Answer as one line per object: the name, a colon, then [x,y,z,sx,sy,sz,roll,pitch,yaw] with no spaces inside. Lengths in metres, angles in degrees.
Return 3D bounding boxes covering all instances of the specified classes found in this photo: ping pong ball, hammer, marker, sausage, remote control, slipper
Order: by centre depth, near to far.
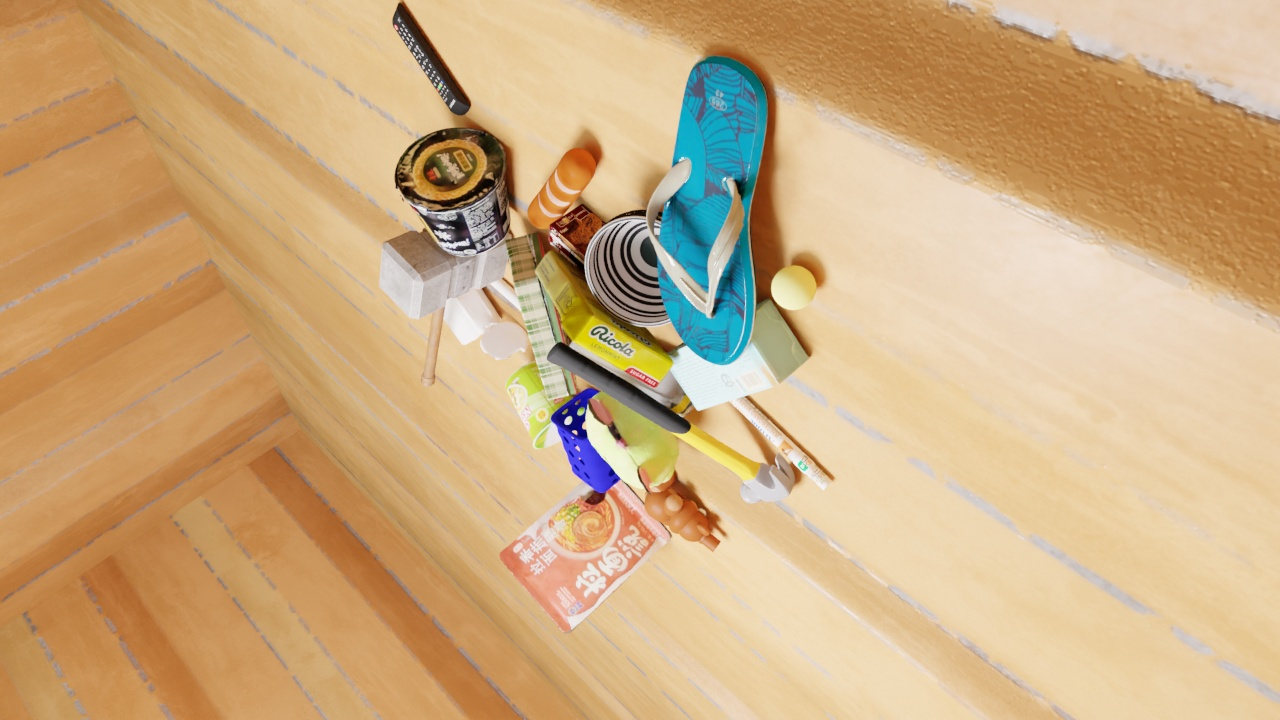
slipper: [0.052,-0.119,0.818,0.118,0.060,0.295,32,134,34]
ping pong ball: [0.138,-0.066,0.828,0.040,0.040,0.040,38,150,26]
marker: [0.154,0.087,1.017,0.145,0.017,0.017,44,153,16]
sausage: [-0.089,-0.192,1.029,0.039,0.044,0.165,49,154,-4]
hammer: [0.038,0.071,1.034,0.323,0.029,0.127,32,157,-14]
remote control: [-0.257,-0.364,1.116,0.147,0.015,0.033,56,153,-7]
hammer: [-0.291,-0.061,1.315,0.083,0.162,0.319,43,141,18]
marker: [-0.171,-0.082,1.328,0.133,0.017,0.020,41,-172,22]

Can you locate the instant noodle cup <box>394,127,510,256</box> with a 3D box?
instant noodle cup: [-0.224,-0.202,1.146,0.137,0.137,0.112,39,159,26]

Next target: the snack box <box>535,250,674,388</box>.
snack box: [-0.048,-0.049,1.025,0.121,0.045,0.181,30,-166,-35]

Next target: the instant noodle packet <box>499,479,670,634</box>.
instant noodle packet: [-0.089,0.293,1.429,0.164,0.220,0.084,48,155,8]

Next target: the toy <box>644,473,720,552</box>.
toy: [0.062,0.215,1.289,0.128,0.065,0.095,37,159,12]

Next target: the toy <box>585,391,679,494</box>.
toy: [-0.006,0.093,1.147,0.150,0.107,0.197,56,172,-3]

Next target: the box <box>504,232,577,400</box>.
box: [-0.127,-0.055,1.202,0.117,0.051,0.206,-111,7,-50]

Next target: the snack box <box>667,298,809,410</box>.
snack box: [0.095,-0.002,0.961,0.075,0.053,0.175,55,152,-4]

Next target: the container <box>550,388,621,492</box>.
container: [-0.064,0.116,1.326,0.085,0.084,0.114,30,147,41]

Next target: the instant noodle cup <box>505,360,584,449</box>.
instant noodle cup: [-0.149,0.063,1.393,0.108,0.098,0.099,52,155,18]

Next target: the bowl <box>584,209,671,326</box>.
bowl: [0.010,-0.102,0.945,0.120,0.066,0.120,9,121,15]

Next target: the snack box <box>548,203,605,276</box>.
snack box: [-0.037,-0.114,1.036,0.141,0.050,0.032,42,152,19]

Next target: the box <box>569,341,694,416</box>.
box: [-0.006,0.007,1.119,0.210,0.064,0.037,26,166,42]

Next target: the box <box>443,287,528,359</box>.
box: [-0.248,-0.064,1.404,0.126,0.084,0.156,-13,113,54]
